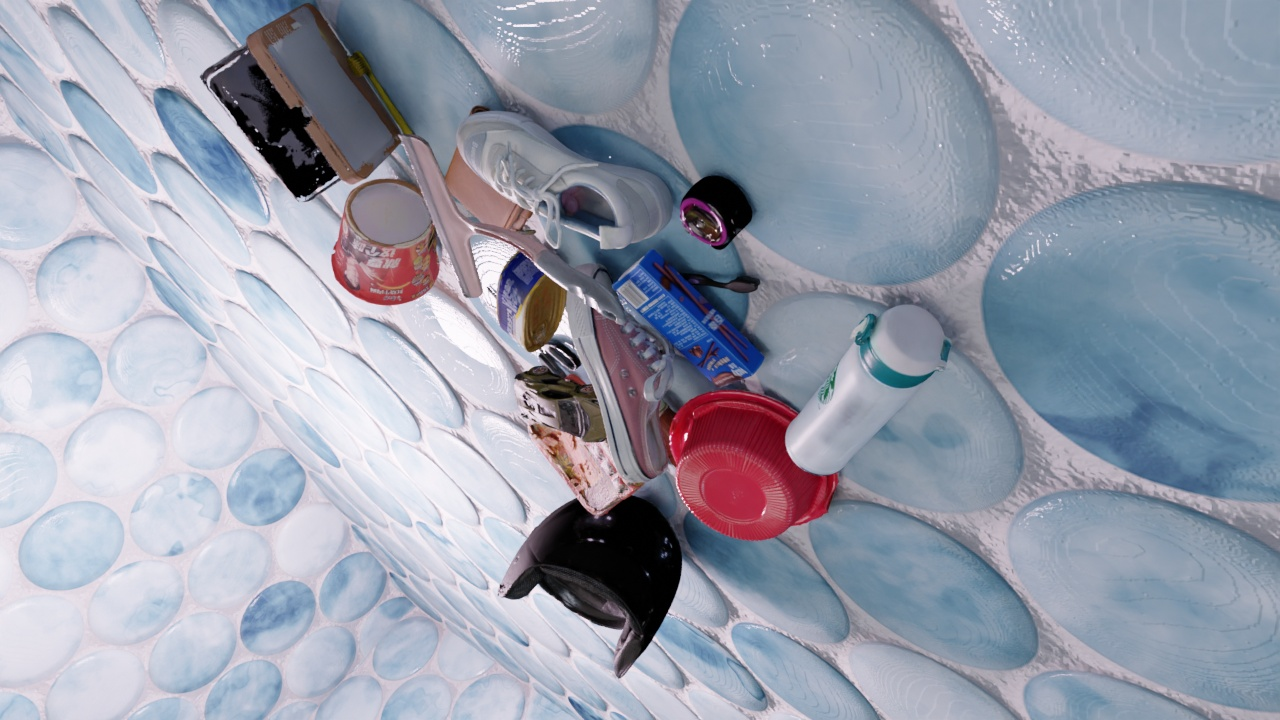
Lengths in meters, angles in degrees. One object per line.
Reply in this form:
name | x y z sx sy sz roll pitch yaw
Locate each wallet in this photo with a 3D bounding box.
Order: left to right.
wallet | -0.151 -0.189 0.976 0.119 0.035 0.131 41 146 -4

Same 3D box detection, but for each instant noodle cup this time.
instant noodle cup | -0.320 -0.153 1.158 0.138 0.137 0.109 40 146 7
instant noodle cup | -0.056 0.104 1.185 0.164 0.078 0.189 52 143 5
instant noodle cup | 0.110 0.125 0.982 0.194 0.065 0.194 15 130 19

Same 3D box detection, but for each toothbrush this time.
toothbrush | -0.275 -0.266 1.056 0.016 0.016 0.190 6 135 50
toothbrush | 0.047 -0.081 0.897 0.189 0.016 0.014 12 136 50

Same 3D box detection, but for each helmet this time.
helmet | -0.060 0.312 1.355 0.233 0.229 0.275 37 161 -3

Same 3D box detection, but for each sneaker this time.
sneaker | -0.093 -0.161 0.857 0.242 0.090 0.090 26 134 24
sneaker | -0.006 0.006 0.966 0.088 0.118 0.241 -18 84 24

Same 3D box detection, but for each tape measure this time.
tape measure | 0.062 -0.125 0.780 0.058 0.039 0.057 45 153 -3

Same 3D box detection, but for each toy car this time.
toy car | -0.094 0.054 1.100 0.158 0.042 0.070 15 123 40

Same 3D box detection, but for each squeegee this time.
squeegee | -0.107 -0.101 0.925 0.250 0.040 0.248 29 153 23

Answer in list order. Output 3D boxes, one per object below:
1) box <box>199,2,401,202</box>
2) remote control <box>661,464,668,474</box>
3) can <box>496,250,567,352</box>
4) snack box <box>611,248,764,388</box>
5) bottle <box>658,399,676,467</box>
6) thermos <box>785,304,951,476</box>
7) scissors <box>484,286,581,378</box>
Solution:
box | -0.365 -0.278 1.012 0.182 0.153 0.181 56 170 -23
remote control | -0.018 0.121 1.252 0.136 0.020 0.056 8 136 49
can | -0.128 -0.070 1.075 0.049 0.074 0.148 39 153 15
snack box | 0.046 -0.039 0.921 0.157 0.026 0.085 43 159 -7
bottle | 0.053 0.097 1.087 0.206 0.059 0.060 46 153 -4
thermos | 0.189 0.028 0.797 0.073 0.073 0.225 38 152 10
scissors | -0.142 -0.026 1.221 0.160 0.014 0.175 12 138 46
